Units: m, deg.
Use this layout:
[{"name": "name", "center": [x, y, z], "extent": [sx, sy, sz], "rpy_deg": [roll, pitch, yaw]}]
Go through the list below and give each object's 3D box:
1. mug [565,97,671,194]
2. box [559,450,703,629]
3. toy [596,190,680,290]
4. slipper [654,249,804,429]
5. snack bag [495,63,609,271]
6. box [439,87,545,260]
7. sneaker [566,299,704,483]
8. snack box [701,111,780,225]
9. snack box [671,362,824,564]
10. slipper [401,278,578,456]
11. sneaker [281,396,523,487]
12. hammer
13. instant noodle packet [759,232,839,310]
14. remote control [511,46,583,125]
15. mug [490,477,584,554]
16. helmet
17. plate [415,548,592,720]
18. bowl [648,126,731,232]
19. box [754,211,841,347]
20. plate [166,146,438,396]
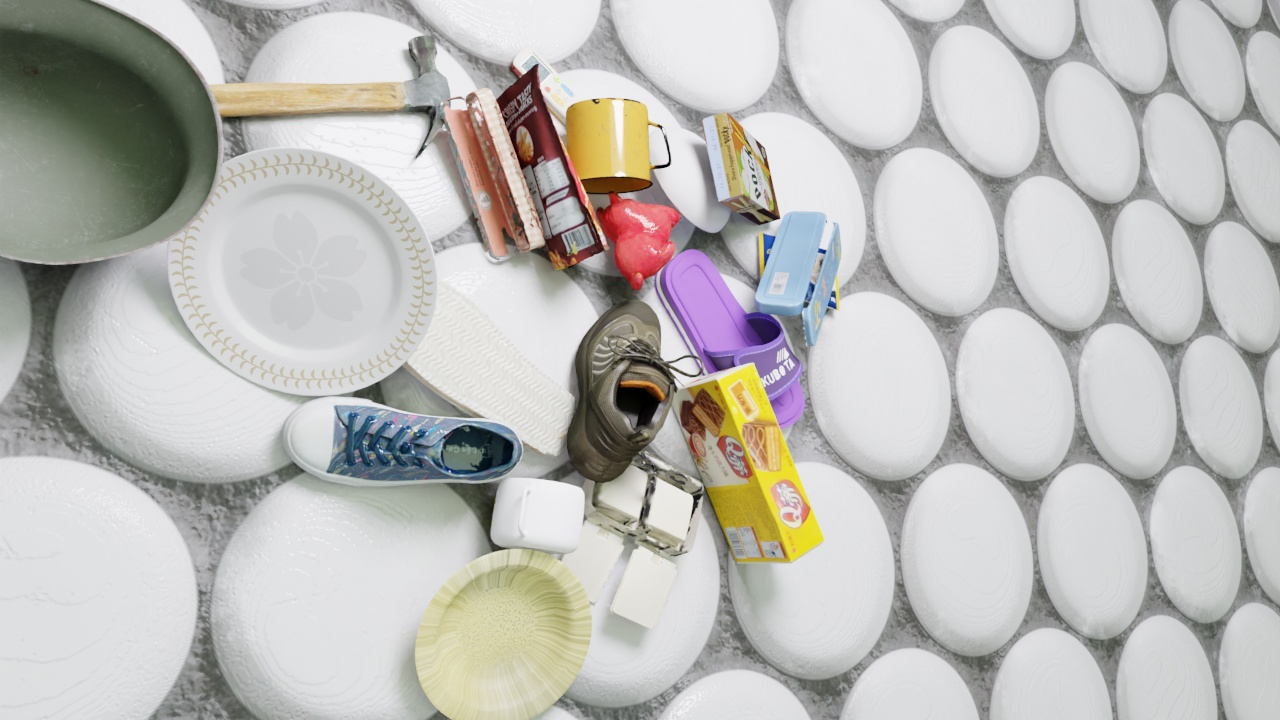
[{"name": "mug", "center": [-0.026, -0.251, 1.070], "extent": [0.124, 0.100, 0.094], "rpy_deg": [-2, 90, 7]}, {"name": "box", "center": [-0.012, 0.194, 1.039], "extent": [0.144, 0.058, 0.187], "rpy_deg": [31, 63, -20]}, {"name": "toy", "center": [-0.016, -0.135, 1.083], "extent": [0.094, 0.088, 0.132], "rpy_deg": [27, 47, -23]}, {"name": "slipper", "center": [0.129, -0.025, 1.142], "extent": [0.107, 0.084, 0.266], "rpy_deg": [-41, 101, -30]}, {"name": "snack bag", "center": [-0.106, -0.204, 1.018], "extent": [0.066, 0.139, 0.208], "rpy_deg": [-30, 98, -26]}, {"name": "box", "center": [-0.163, -0.205, 1.014], "extent": [0.071, 0.056, 0.187], "rpy_deg": [-20, 100, -6]}, {"name": "sneaker", "center": [-0.006, 0.006, 1.007], "extent": [0.101, 0.143, 0.237], "rpy_deg": [27, 51, -22]}, {"name": "snack box", "center": [0.130, -0.237, 1.156], "extent": [0.185, 0.032, 0.101], "rpy_deg": [2, 76, -68]}, {"name": "snack box", "center": [0.124, 0.125, 1.094], "extent": [0.061, 0.110, 0.230], "rpy_deg": [-23, 92, -33]}, {"name": "slipper", "center": [-0.171, 0.009, 0.984], "extent": [0.263, 0.052, 0.114], "rpy_deg": [42, 58, -28]}, {"name": "sneaker", "center": [-0.228, 0.087, 0.896], "extent": [0.235, 0.079, 0.087], "rpy_deg": [7, 89, -16]}, {"name": "hammer", "center": [-0.355, -0.269, 0.948], "extent": [0.329, 0.033, 0.132], "rpy_deg": [-12, 87, -30]}, {"name": "instant noodle packet", "center": [0.217, -0.120, 1.247], "extent": [0.134, 0.026, 0.087], "rpy_deg": [10, 70, -28]}, {"name": "remote control", "center": [-0.102, -0.324, 1.111], "extent": [0.125, 0.018, 0.038], "rpy_deg": [44, 62, -14]}, {"name": "mug", "center": [-0.109, 0.161, 0.951], "extent": [0.094, 0.115, 0.068], "rpy_deg": [4, 74, 9]}, {"name": "helmet", "center": [-0.507, -0.173, 0.766], "extent": [0.267, 0.154, 0.227], "rpy_deg": [0, 81, -34]}, {"name": "plate", "center": [-0.142, 0.279, 0.939], "extent": [0.184, 0.036, 0.184], "rpy_deg": [-3, 97, -26]}, {"name": "bowl", "center": [0.073, -0.234, 1.141], "extent": [0.149, 0.043, 0.149], "rpy_deg": [35, 39, -34]}, {"name": "box", "center": [0.205, -0.109, 1.185], "extent": [0.208, 0.073, 0.086], "rpy_deg": [-64, 143, -43]}, {"name": "plate", "center": [-0.313, -0.079, 0.861], "extent": [0.242, 0.016, 0.243], "rpy_deg": [-2, 114, -6]}]
